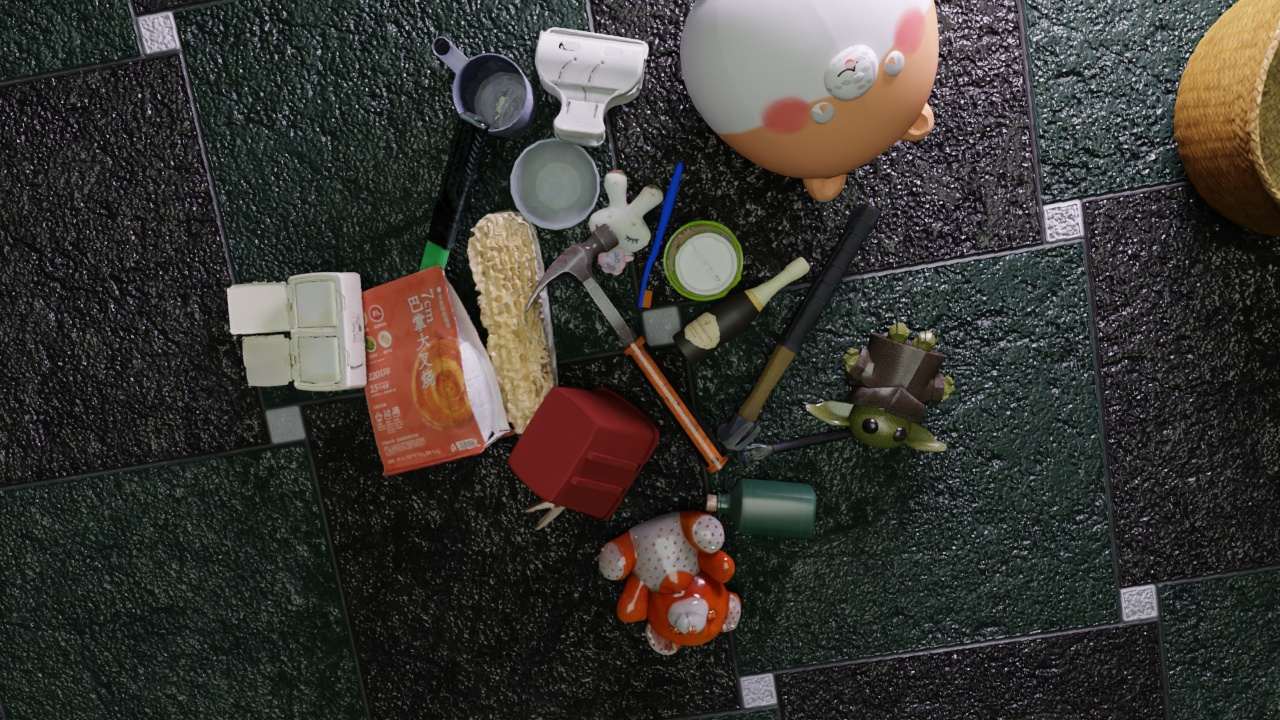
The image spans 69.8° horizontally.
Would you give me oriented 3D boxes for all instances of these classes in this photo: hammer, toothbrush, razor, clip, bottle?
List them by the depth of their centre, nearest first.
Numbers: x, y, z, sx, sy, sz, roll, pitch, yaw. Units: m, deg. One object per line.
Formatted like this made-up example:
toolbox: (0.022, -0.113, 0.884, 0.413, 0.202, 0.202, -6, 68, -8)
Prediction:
clip: (-0.061, -0.324, 1.050, 0.126, 0.096, 0.152, 9, 67, 3)
hammer: (-0.236, -0.136, 1.070, 0.130, 0.032, 0.320, 28, 119, 7)
hammer: (-0.006, 0.006, 1.080, 0.137, 0.035, 0.314, -36, 93, -5)
hammer: (0.188, -0.037, 1.091, 0.025, 0.118, 0.333, 30, 93, -6)
bottle: (0.125, -0.064, 1.112, 0.184, 0.045, 0.045, -36, 96, 7)
toothbrush: (0.027, -0.151, 1.118, 0.018, 0.016, 0.182, 15, 99, -6)
bottle: (0.147, 0.182, 1.141, 0.131, 0.061, 0.061, 5, 101, 1)
razor: (0.192, 0.105, 1.148, 0.144, 0.022, 0.043, -11, 99, 3)
clip: (-0.115, 0.196, 1.171, 0.061, 0.024, 0.041, -18, 97, 1)

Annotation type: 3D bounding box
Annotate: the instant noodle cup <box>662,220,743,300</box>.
instant noodle cup: (0.075, -0.116, 1.076, 0.099, 0.108, 0.099, 0, 98, 3)

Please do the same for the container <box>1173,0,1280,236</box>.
container: (0.748, -0.274, 0.986, 0.307, 0.196, 0.307, 0, 97, 1)

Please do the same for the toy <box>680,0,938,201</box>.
toy: (0.185, -0.318, 0.967, 0.263, 0.265, 0.281, -34, 111, 8)

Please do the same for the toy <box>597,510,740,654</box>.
toy: (0.045, 0.281, 1.145, 0.164, 0.092, 0.172, -22, 98, 4)

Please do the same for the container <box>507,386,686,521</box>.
container: (-0.047, 0.116, 1.123, 0.127, 0.200, 0.148, 37, 100, 33)

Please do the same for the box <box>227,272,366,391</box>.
box: (-0.421, -0.033, 1.123, 0.184, 0.050, 0.143, -2, 93, 25)

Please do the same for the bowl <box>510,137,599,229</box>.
bowl: (-0.100, -0.211, 1.101, 0.106, 0.039, 0.106, 0, 99, 2)

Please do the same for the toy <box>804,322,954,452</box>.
toy: (0.303, 0.033, 1.104, 0.179, 0.078, 0.153, 16, 100, -3)

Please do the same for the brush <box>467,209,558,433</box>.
brush: (-0.152, -0.047, 1.119, 0.083, 0.056, 0.271, -6, 98, 5)

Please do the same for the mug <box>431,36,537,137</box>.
mug: (-0.179, -0.315, 1.056, 0.124, 0.104, 0.084, 42, 98, -4)

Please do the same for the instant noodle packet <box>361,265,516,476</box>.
instant noodle packet: (-0.264, 0.012, 1.092, 0.165, 0.083, 0.221, -15, 98, 30)

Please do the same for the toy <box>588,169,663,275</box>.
toy: (-0.022, -0.164, 1.107, 0.079, 0.038, 0.123, 15, 101, -7)
